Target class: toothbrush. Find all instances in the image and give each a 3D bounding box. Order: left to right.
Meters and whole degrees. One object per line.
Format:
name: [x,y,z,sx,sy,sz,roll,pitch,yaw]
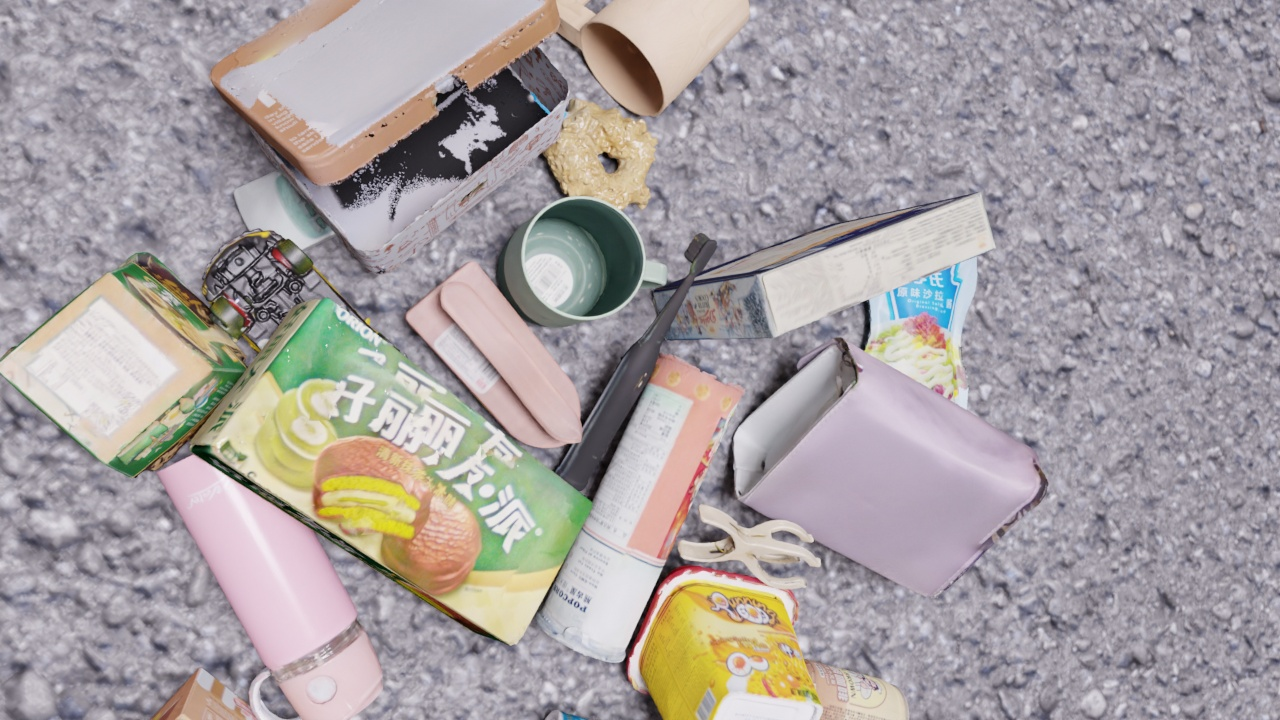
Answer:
toothbrush: [-0.004,0.004,0.651,0.026,0.027,0.213,8,119,-47]

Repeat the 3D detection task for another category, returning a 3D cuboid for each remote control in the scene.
remote control: [-0.209,-0.120,0.638,0.135,0.019,0.056,-30,99,-17]

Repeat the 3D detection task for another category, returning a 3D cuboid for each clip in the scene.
clip: [0.085,0.128,0.667,0.103,0.034,0.076,27,118,-18]

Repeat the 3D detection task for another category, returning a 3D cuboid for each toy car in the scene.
toy car: [-0.222,-0.018,0.618,0.071,0.041,0.156,-47,116,-12]

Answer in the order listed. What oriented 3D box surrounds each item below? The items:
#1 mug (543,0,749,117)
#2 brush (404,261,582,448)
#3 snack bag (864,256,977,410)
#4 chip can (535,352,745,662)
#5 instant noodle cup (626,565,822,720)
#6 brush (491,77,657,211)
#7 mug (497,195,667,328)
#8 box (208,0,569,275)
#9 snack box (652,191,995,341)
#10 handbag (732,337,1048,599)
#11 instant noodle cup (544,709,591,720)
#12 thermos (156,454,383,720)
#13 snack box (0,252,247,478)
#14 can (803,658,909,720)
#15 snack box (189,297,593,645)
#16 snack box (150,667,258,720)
mug: [0.004,-0.260,0.690,0.124,0.084,0.103,40,74,13]
brush: [-0.095,0.004,0.648,0.063,0.073,0.145,-42,104,-16]
snack bag: [0.234,-0.033,0.780,0.110,0.039,0.191,6,86,-8]
chip can: [0.000,0.104,0.666,0.071,0.071,0.214,25,88,-17]
instant noodle cup: [0.063,0.226,0.655,0.116,0.123,0.116,15,108,-19]
brush: [-0.096,-0.192,0.672,0.254,0.046,0.083,30,84,-12]
mug: [-0.040,-0.064,0.649,0.111,0.106,0.082,5,86,-18]
box: [-0.145,-0.171,0.559,0.181,0.158,0.148,-42,94,-12]
snack box: [0.123,-0.064,0.665,0.177,0.183,0.046,-22,98,-18]
handbag: [0.189,0.080,0.707,0.197,0.145,0.098,28,38,-18]
instant noodle cup: [-0.026,0.305,0.659,0.110,0.099,0.099,27,81,-8]
thermos: [-0.245,0.148,0.600,0.087,0.067,0.198,-25,98,-3]
snack box: [-0.313,0.002,0.555,0.117,0.106,0.118,46,75,-12]
can: [0.151,0.275,0.734,0.116,0.058,0.058,20,83,-17]
snack box: [-0.152,0.077,0.597,0.240,0.063,0.114,43,63,-25]
snack box: [-0.272,0.262,0.570,0.093,0.094,0.077,45,76,-13]
